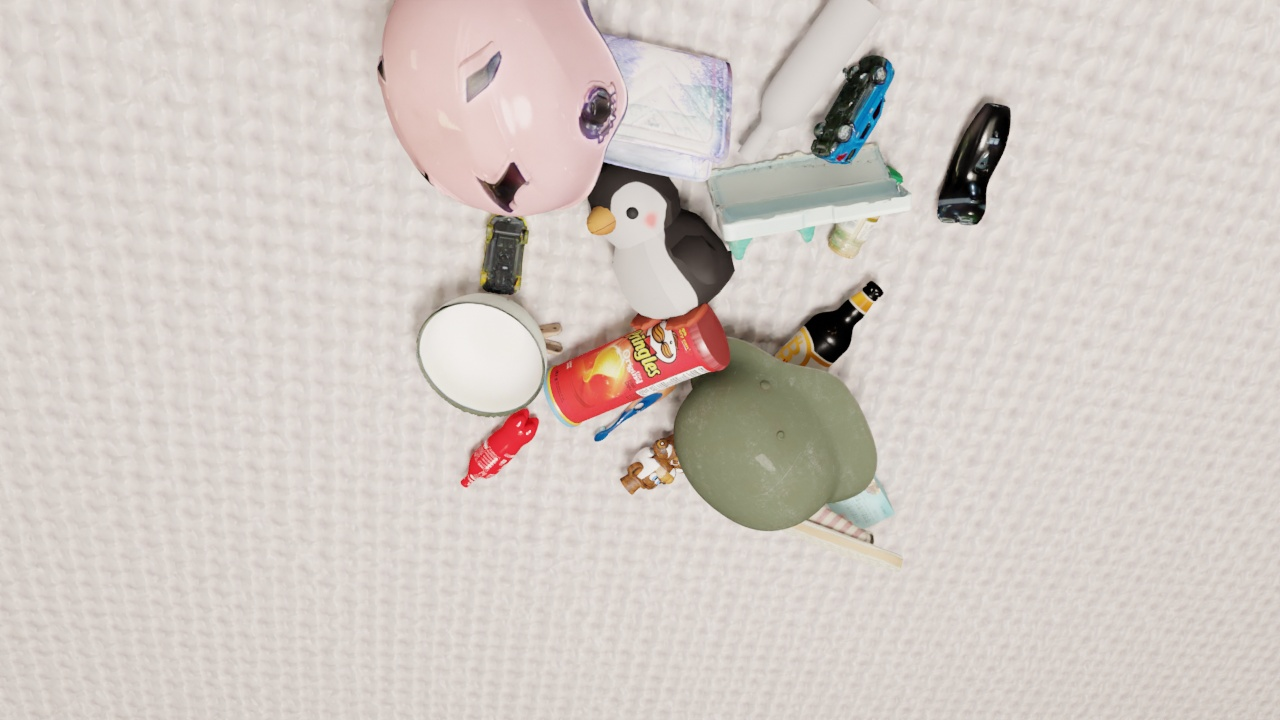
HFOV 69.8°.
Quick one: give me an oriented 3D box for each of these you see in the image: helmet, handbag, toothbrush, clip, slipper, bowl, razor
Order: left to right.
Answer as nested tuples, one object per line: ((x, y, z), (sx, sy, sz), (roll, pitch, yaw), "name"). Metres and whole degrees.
((-0.179, -0.016, 1.080), (0.153, 0.072, 0.154), (5, 122, 8), "bowl")
((-0.139, -0.241, 0.842), (0.230, 0.152, 0.256), (15, 128, 30), "helmet")
((-0.124, -0.031, 1.118), (0.049, 0.025, 0.061), (37, 120, -15), "clip")
((-0.008, 0.065, 1.200), (0.135, 0.017, 0.021), (-36, 124, 14), "toothbrush")
((0.012, -0.260, 0.936), (0.158, 0.126, 0.069), (8, 165, -14), "handbag")
((0.133, 0.105, 1.110), (0.268, 0.153, 0.228), (52, 143, 0), "helmet")
((0.230, 0.218, 1.246), (0.263, 0.115, 0.052), (19, 80, 16), "slipper")
((0.377, -0.215, 1.025), (0.053, 0.063, 0.141), (4, 124, -10), "razor")

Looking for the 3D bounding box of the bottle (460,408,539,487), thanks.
((-0.187, 0.119, 1.197), (0.042, 0.041, 0.142), (36, 113, -26), "bottle")

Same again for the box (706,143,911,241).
((0.176, -0.178, 0.985), (0.197, 0.135, 0.044), (-9, 128, 0), "box")

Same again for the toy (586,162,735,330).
((0.017, -0.145, 1.008), (0.139, 0.159, 0.184), (-44, 114, -24), "toy")

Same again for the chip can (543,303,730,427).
((-0.006, 0.006, 1.093), (0.214, 0.086, 0.087), (-23, 124, 24), "chip can")

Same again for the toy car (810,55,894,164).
((0.226, -0.263, 0.970), (0.043, 0.056, 0.120), (24, 97, -27), "toy car")

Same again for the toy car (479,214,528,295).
((-0.156, -0.121, 1.048), (0.049, 0.030, 0.107), (9, 124, -11), "toy car")

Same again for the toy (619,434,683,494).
((0.028, 0.140, 1.224), (0.112, 0.067, 0.087), (-38, 144, 4), "toy")

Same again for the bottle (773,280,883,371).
((0.228, -0.027, 1.137), (0.059, 0.059, 0.182), (32, 115, -24), "bottle")

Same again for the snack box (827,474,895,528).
((0.283, 0.164, 1.275), (0.075, 0.053, 0.175), (-28, 121, 14), "snack box")

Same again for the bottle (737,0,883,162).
((0.169, -0.292, 0.958), (0.052, 0.052, 0.196), (27, 117, -22), "bottle")

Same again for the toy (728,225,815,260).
((0.150, -0.160, 1.058), (0.105, 0.033, 0.085), (-14, 135, 2), "toy")

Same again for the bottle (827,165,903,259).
((0.257, -0.171, 1.055), (0.043, 0.043, 0.111), (16, 121, -16), "bottle")
